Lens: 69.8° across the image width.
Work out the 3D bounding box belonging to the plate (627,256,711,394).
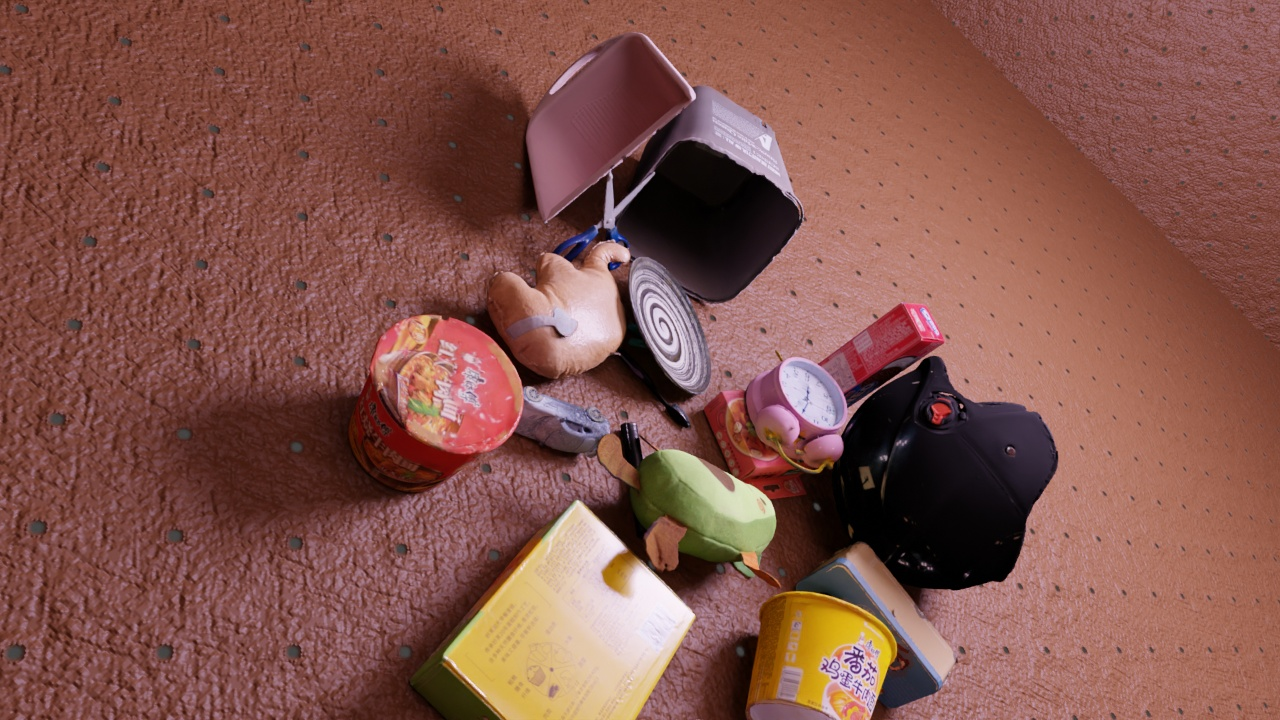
[{"bbox_3d":[0.030,-0.040,1.096,0.179,0.024,0.179,43,34,-39],"label":"plate"}]

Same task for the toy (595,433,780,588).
[{"bbox_3d":[0.059,0.148,0.920,0.246,0.090,0.227,22,24,-51],"label":"toy"}]

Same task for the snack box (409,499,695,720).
[{"bbox_3d":[-0.067,0.243,0.781,0.157,0.070,0.209,45,41,-1],"label":"snack box"}]

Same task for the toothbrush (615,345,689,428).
[{"bbox_3d":[-0.006,0.006,1.067,0.189,0.014,0.016,48,33,3],"label":"toothbrush"}]

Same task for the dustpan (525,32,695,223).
[{"bbox_3d":[-0.060,-0.303,1.115,0.139,0.223,0.273,50,13,-11],"label":"dustpan"}]

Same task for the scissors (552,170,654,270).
[{"bbox_3d":[-0.044,-0.154,1.078,0.162,0.176,0.012,-34,64,-8],"label":"scissors"}]

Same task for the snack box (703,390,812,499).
[{"bbox_3d":[0.149,0.099,1.094,0.113,0.044,0.127,-1,58,-40],"label":"snack box"}]

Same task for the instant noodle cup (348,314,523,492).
[{"bbox_3d":[-0.187,0.045,0.814,0.137,0.109,0.137,21,46,-24],"label":"instant noodle cup"}]

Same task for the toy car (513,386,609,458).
[{"bbox_3d":[-0.088,0.064,0.922,0.120,0.054,0.036,23,44,-23],"label":"toy car"}]

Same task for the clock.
[{"bbox_3d":[0.184,0.066,1.069,0.117,0.060,0.158,28,45,-16],"label":"clock"}]

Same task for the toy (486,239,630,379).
[{"bbox_3d":[-0.071,-0.060,1.017,0.225,0.083,0.143,-35,96,-51],"label":"toy"}]

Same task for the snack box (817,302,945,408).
[{"bbox_3d":[0.278,0.006,1.152,0.057,0.208,0.058,2,58,-41],"label":"snack box"}]

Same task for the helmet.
[{"bbox_3d":[0.337,0.136,1.076,0.230,0.234,0.274,-17,64,-3],"label":"helmet"}]

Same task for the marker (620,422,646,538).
[{"bbox_3d":[-0.003,0.124,0.967,0.022,0.020,0.131,39,33,-48],"label":"marker"}]

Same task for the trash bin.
[{"bbox_3d":[0.090,-0.233,1.214,0.199,0.199,0.219,29,38,-18],"label":"trash bin"}]

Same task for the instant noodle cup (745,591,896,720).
[{"bbox_3d":[0.168,0.307,0.881,0.138,0.138,0.109,36,49,-11],"label":"instant noodle cup"}]

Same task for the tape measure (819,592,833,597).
[{"bbox_3d":[0.197,0.279,0.977,0.039,0.057,0.058,-15,60,-46],"label":"tape measure"}]

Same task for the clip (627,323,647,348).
[{"bbox_3d":[0.008,-0.026,1.105,0.055,0.013,0.038,18,48,-29],"label":"clip"}]

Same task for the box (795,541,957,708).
[{"bbox_3d":[0.252,0.281,0.998,0.184,0.090,0.059,49,42,8],"label":"box"}]
